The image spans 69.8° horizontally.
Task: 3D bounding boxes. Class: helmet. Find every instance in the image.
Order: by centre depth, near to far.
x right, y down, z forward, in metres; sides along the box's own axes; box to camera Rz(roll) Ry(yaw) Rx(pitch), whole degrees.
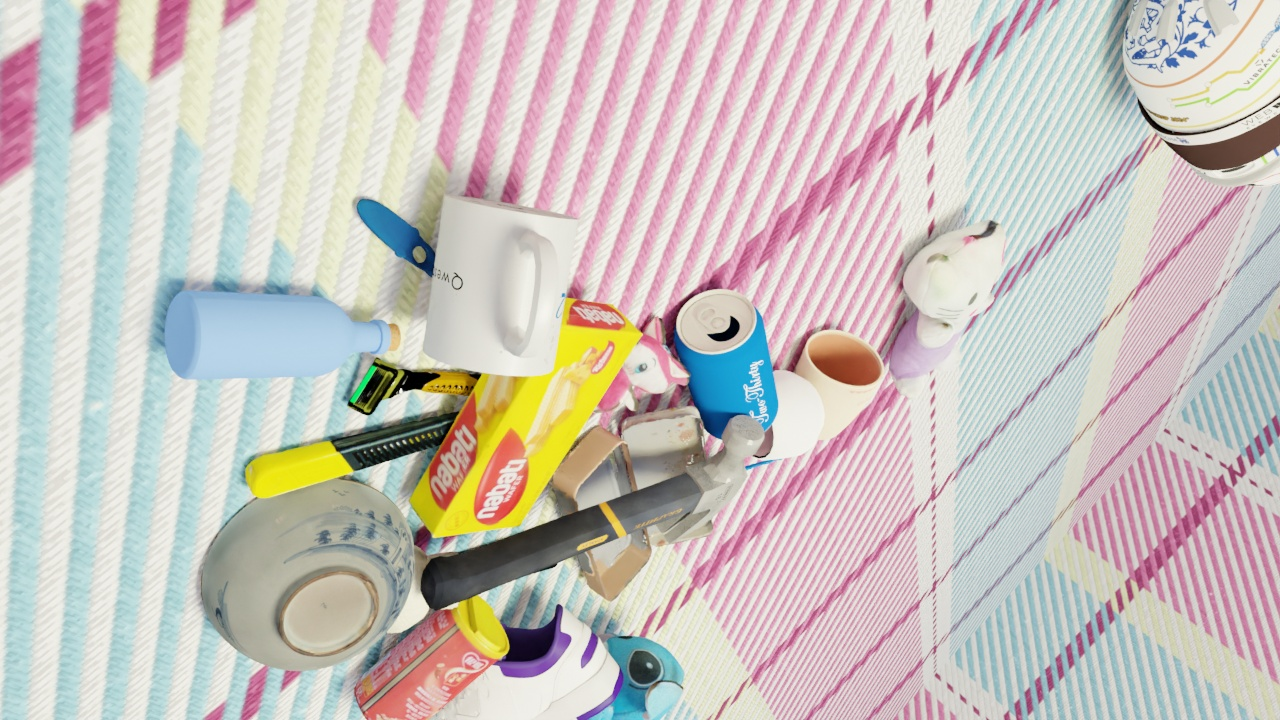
[{"bbox_3d":[0.648,-0.353,0.988,0.236,0.230,0.315,9,116,-15],"label":"helmet"}]

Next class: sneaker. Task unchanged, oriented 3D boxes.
[{"bbox_3d":[-0.146,0.312,0.864,0.244,0.091,0.111,-26,101,1],"label":"sneaker"}]

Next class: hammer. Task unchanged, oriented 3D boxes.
[{"bbox_3d":[-0.035,0.136,0.773,0.311,0.035,0.140,-14,142,-35],"label":"hammer"}]

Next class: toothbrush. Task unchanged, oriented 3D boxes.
[{"bbox_3d":[-0.136,-0.063,0.586,0.021,0.016,0.132,-59,147,-12],"label":"toothbrush"}]

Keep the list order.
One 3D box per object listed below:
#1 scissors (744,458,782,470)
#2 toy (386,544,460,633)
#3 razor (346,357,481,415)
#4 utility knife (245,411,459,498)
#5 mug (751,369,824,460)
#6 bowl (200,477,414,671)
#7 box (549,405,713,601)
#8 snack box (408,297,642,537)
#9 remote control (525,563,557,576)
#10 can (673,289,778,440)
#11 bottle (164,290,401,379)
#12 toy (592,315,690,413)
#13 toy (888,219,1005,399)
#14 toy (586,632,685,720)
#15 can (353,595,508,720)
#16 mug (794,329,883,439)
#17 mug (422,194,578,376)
[{"bbox_3d":[0.086,0.123,0.969,0.130,0.014,0.125,-17,167,-14],"label":"scissors"},{"bbox_3d":[-0.194,0.181,0.722,0.112,0.050,0.087,-14,129,-22],"label":"toy"},{"bbox_3d":[-0.137,0.018,0.656,0.144,0.021,0.044,5,132,-49],"label":"razor"},{"bbox_3d":[-0.165,0.056,0.663,0.233,0.020,0.029,-13,137,-40],"label":"utility knife"},{"bbox_3d":[0.138,0.063,0.953,0.076,0.090,0.124,-16,158,-28],"label":"mug"},{"bbox_3d":[-0.220,0.160,0.632,0.150,0.057,0.151,-12,116,-27],"label":"bowl"},{"bbox_3d":[-0.002,0.136,0.883,0.156,0.071,0.217,-22,139,-9],"label":"box"},{"bbox_3d":[-0.088,0.044,0.684,0.092,0.042,0.201,5,125,-53],"label":"snack box"},{"bbox_3d":[-0.131,0.182,0.818,0.140,0.021,0.046,-8,131,-38],"label":"remote control"},{"bbox_3d":[0.080,0.008,0.834,0.078,0.079,0.146,-40,144,-14],"label":"can"},{"bbox_3d":[-0.200,-0.014,0.533,0.131,0.048,0.048,-1,123,-47],"label":"bottle"},{"bbox_3d":[-0.004,0.004,0.748,0.102,0.065,0.050,-28,164,-31],"label":"toy"},{"bbox_3d":[0.349,-0.063,1.061,0.137,0.085,0.210,-29,142,-31],"label":"toy"},{"bbox_3d":[-0.042,0.352,0.945,0.191,0.099,0.224,-21,-177,-15],"label":"toy"},{"bbox_3d":[-0.178,0.261,0.785,0.124,0.066,0.066,-41,145,3],"label":"can"},{"bbox_3d":[0.209,0.022,1.000,0.105,0.085,0.111,105,12,-45],"label":"mug"},{"bbox_3d":[-0.080,-0.043,0.557,0.083,0.120,0.096,5,103,-28],"label":"mug"}]
